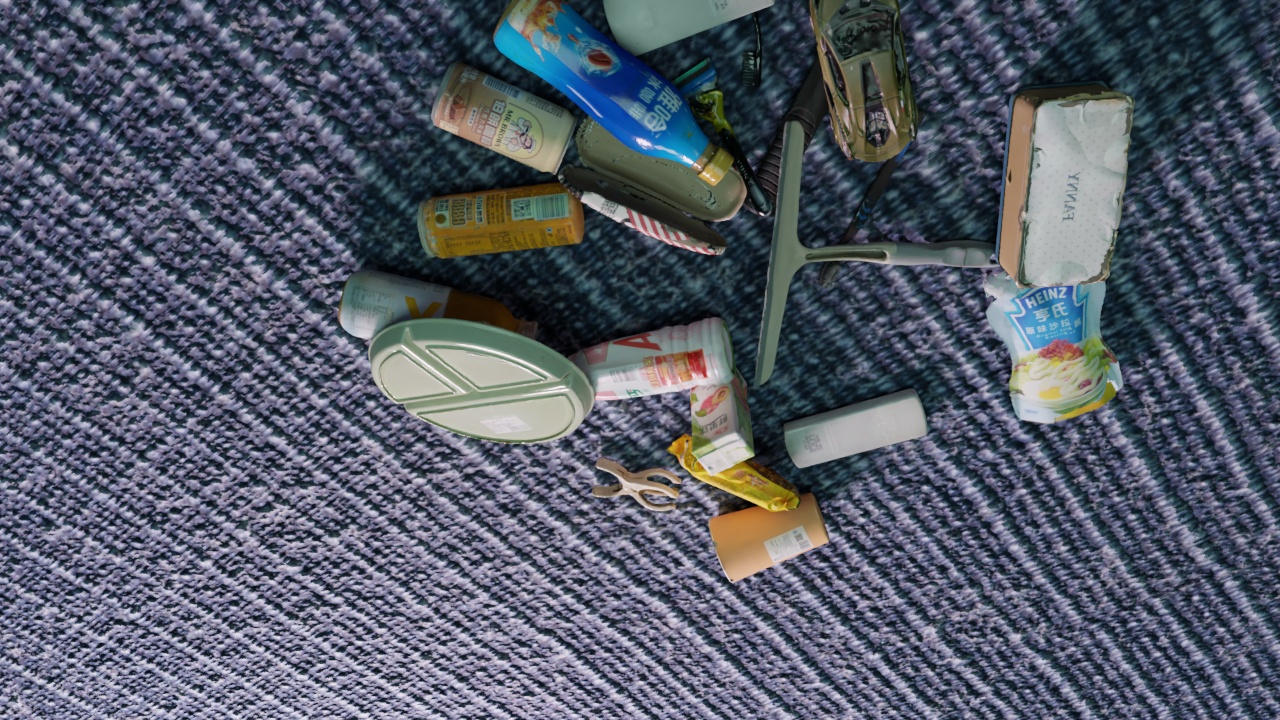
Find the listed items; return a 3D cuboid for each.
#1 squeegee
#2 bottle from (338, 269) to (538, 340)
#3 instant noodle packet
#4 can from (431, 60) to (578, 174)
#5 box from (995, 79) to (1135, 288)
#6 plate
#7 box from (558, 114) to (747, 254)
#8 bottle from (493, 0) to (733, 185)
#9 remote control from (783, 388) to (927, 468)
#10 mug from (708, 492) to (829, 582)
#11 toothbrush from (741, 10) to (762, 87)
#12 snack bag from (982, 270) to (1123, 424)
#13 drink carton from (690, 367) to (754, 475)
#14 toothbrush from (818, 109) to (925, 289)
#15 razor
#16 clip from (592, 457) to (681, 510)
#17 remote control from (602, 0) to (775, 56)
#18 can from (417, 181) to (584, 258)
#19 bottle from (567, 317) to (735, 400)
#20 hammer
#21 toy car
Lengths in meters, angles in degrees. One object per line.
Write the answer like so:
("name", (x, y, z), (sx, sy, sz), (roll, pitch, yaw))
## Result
("squeegee", (0.229, -0.099, 0.853), (0.246, 0.039, 0.247), (-2, 115, -12))
("bottle", (-0.197, -0.040, 0.908), (0.189, 0.067, 0.068), (12, 124, -6))
("instant noodle packet", (0.098, 0.119, 0.988), (0.128, 0.111, 0.044), (25, 86, -11))
("can", (-0.117, -0.209, 0.794), (0.116, 0.058, 0.059), (22, 122, -12))
("box", (0.364, -0.156, 0.793), (0.090, 0.062, 0.184), (-1, 114, 3))
("plate", (-0.161, 0.029, 0.918), (0.230, 0.027, 0.231), (9, 151, 5))
("box", (0.013, -0.159, 0.812), (0.162, 0.075, 0.086), (22, 110, -4))
("bottle", (-0.017, -0.221, 0.760), (0.218, 0.065, 0.065), (36, 119, -10))
("remote control", (0.230, 0.073, 0.990), (0.150, 0.021, 0.058), (-16, 122, 13))
("mug", (0.149, 0.198, 1.050), (0.123, 0.078, 0.078), (-21, 121, 11))
("toothbrush", (0.087, -0.314, 0.740), (0.018, 0.014, 0.189), (2, 124, 13))
("snack bag", (0.408, -0.025, 0.906), (0.110, 0.038, 0.191), (-16, 121, 21))
("drink carton", (0.082, 0.057, 0.927), (0.054, 0.122, 0.045), (-28, 120, 19))
("toothbrush", (0.212, -0.144, 0.847), (0.014, 0.016, 0.190), (16, 123, -16))
("razor", (0.078, -0.189, 0.797), (0.043, 0.022, 0.142), (-28, 93, 27))
("clip", (-0.004, 0.140, 1.044), (0.100, 0.034, 0.072), (11, 125, 5))
("remote control", (0.038, -0.293, 0.743), (0.135, 0.019, 0.056), (-14, 122, 21))
("can", (-0.127, -0.130, 0.849), (0.146, 0.058, 0.058), (-5, 124, 7))
("bottle", (-0.006, 0.005, 0.933), (0.197, 0.068, 0.068), (-11, 123, 15))
("hammer", (0.163, -0.255, 0.764), (0.128, 0.032, 0.302), (20, 123, -10))
("toy car", (0.179, -0.235, 0.734), (0.070, 0.042, 0.158), (-16, 120, 12))
